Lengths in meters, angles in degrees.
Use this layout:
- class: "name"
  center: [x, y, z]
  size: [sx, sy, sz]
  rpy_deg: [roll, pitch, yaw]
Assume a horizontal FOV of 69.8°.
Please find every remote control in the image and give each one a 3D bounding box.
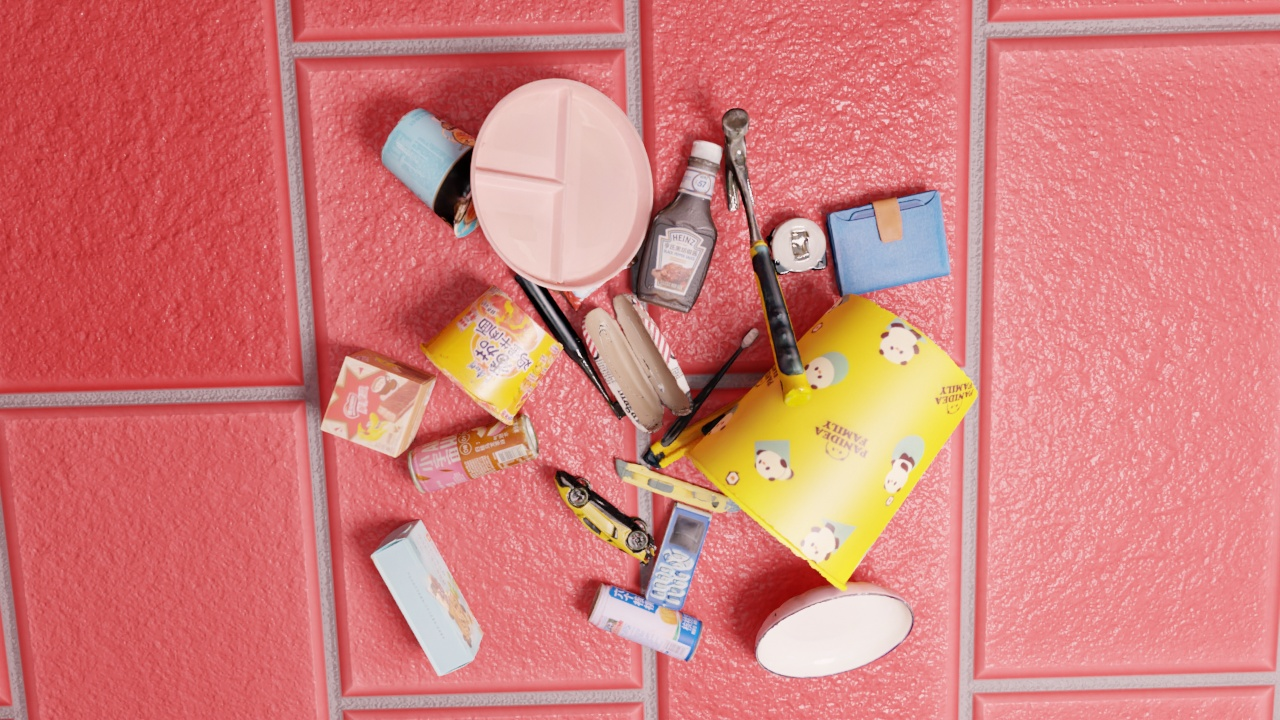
- class: "remote control"
  center: [0.046, 0.238, 1.117]
  size: [0.049, 0.024, 0.125]
  rpy_deg: [19, 85, -3]

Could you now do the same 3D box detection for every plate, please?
- class: "plate"
  center: [0.226, 0.315, 1.091]
  size: [0.192, 0.039, 0.193]
  rpy_deg: [-6, 135, -6]
- class: "plate"
  center: [-0.086, -0.191, 1.013]
  size: [0.229, 0.028, 0.229]
  rpy_deg: [-2, 93, -34]

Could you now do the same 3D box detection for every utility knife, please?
- class: "utility knife"
  center: [0.094, 0.072, 1.107]
  size: [0.209, 0.015, 0.033]
  rpy_deg: [-31, 96, 4]
- class: "utility knife"
  center: [0.047, 0.156, 1.121]
  size: [0.167, 0.018, 0.031]
  rpy_deg: [16, 119, -6]

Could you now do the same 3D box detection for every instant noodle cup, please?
- class: "instant noodle cup"
  center: [-0.162, -0.011, 1.043]
  size: [0.138, 0.138, 0.110]
  rpy_deg: [43, 87, -5]
- class: "instant noodle cup"
  center: [-0.221, -0.218, 1.030]
  size: [0.120, 0.111, 0.111]
  rpy_deg: [37, 96, 1]

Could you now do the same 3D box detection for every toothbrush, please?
- class: "toothbrush"
  center: [0.083, 0.033, 1.096]
  size: [0.015, 0.018, 0.181]
  rpy_deg: [39, 93, 3]
- class: "toothbrush"
  center: [-0.079, -0.018, 1.091]
  size: [0.027, 0.026, 0.212]
  rpy_deg: [-33, 97, 11]

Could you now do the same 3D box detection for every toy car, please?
- class: "toy car"
  center: [-0.044, 0.186, 1.096]
  size: [0.156, 0.071, 0.041]
  rpy_deg: [38, 92, -2]

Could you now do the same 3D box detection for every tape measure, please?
- class: "tape measure"
  center: [0.182, -0.134, 1.072]
  size: [0.066, 0.033, 0.066]
  rpy_deg: [-10, 98, -1]

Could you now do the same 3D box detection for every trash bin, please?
- class: "trash bin"
  center: [0.215, 0.080, 1.014]
  size: [0.229, 0.229, 0.255]
  rpy_deg: [40, 90, -5]

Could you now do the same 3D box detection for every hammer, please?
- class: "hammer"
  center: [0.132, -0.103, 0.980]
  size: [0.032, 0.126, 0.322]
  rpy_deg: [-11, 67, 2]

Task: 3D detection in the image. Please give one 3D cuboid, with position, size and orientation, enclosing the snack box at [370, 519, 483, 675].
- class: "snack box"
  center: [-0.254, 0.284, 1.106]
  size: [0.051, 0.074, 0.175]
  rpy_deg: [-26, 97, 4]

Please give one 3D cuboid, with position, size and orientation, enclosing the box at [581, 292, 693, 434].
- class: "box"
  center: [-0.010, 0.008, 1.071]
  size: [0.087, 0.076, 0.163]
  rpy_deg: [-34, 99, -20]

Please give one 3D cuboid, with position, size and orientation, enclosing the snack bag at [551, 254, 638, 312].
- class: "snack bag"
  center: [-0.054, -0.103, 1.079]
  size: [0.105, 0.026, 0.045]
  rpy_deg: [-39, 88, 3]

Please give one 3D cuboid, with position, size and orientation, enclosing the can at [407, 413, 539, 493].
- class: "can"
  center: [-0.197, 0.111, 1.091]
  size: [0.147, 0.058, 0.058]
  rpy_deg: [-18, 97, 2]

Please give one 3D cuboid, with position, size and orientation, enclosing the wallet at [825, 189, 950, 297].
- class: "wallet"
  center: [0.290, -0.136, 1.071]
  size: [0.133, 0.040, 0.106]
  rpy_deg: [-12, 102, 1]

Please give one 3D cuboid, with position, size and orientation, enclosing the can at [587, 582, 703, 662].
- class: "can"
  center: [0.005, 0.319, 1.121]
  size: [0.134, 0.053, 0.053]
  rpy_deg: [22, 97, -3]

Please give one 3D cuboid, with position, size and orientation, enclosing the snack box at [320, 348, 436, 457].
- class: "snack box"
  center: [-0.305, 0.049, 1.073]
  size: [0.094, 0.077, 0.093]
  rpy_deg: [21, 97, -3]

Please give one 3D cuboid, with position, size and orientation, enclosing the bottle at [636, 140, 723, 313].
- class: "bottle"
  center: [0.052, -0.156, 1.064]
  size: [0.080, 0.044, 0.195]
  rpy_deg: [16, 96, -3]
